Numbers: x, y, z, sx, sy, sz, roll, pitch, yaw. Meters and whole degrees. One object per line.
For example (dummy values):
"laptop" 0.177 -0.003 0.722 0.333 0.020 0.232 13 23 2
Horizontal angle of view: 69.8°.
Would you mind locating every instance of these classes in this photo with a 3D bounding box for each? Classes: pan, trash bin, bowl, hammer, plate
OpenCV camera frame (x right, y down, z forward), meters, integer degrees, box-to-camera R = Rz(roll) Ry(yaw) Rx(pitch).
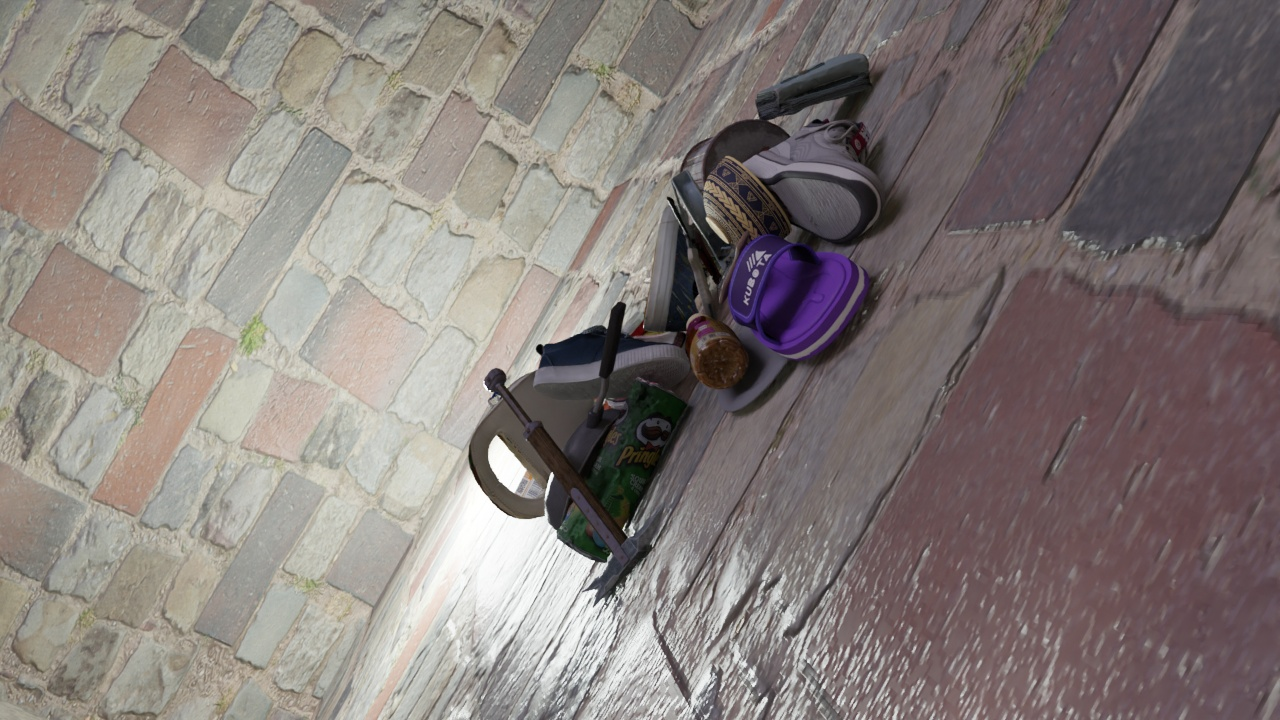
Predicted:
"pan" -0.058 0.073 1.130 0.178 0.041 0.358 -49 -21 -47
"trash bin" 0.130 -0.250 1.241 0.131 0.131 0.211 -59 11 4
"bowl" 0.109 -0.166 1.029 0.061 0.112 0.112 -41 14 1
"hammer" -0.095 0.116 1.071 0.317 0.028 0.147 48 113 30
"plate" 0.138 -0.022 0.972 0.179 0.012 0.178 -55 14 20

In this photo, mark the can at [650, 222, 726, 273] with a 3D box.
"can" 0.071 -0.150 1.382 0.121 0.067 0.067 -45 20 47

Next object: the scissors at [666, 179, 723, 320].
"scissors" 0.075 -0.129 1.179 0.193 0.015 0.179 17 -117 -66

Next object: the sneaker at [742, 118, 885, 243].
"sneaker" 0.204 -0.204 0.967 0.129 0.097 0.263 -42 22 1

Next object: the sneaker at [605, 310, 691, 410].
"sneaker" -0.008 0.008 1.294 0.242 0.088 0.118 -36 27 59

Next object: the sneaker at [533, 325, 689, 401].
"sneaker" -0.040 -0.004 1.204 0.236 0.089 0.087 -7 62 28

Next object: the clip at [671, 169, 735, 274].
"clip" 0.095 -0.154 1.139 0.029 0.171 0.141 -29 2 11

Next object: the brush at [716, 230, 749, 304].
"brush" 0.096 -0.102 0.953 0.049 0.015 0.136 -58 -9 -14

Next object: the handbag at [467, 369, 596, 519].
"handbag" -0.146 0.125 1.307 0.199 0.200 0.093 -41 10 -16

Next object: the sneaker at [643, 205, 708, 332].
"sneaker" 0.055 -0.128 1.248 0.088 0.079 0.234 100 179 -47

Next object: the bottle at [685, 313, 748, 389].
"bottle" 0.077 -0.019 1.027 0.060 0.059 0.166 -58 13 12

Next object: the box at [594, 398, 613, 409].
"box" -0.084 0.113 1.398 0.186 0.083 0.043 -62 19 -15

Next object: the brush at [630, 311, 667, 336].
"brush" -0.006 -0.023 1.408 0.082 0.042 0.174 -33 -10 -43

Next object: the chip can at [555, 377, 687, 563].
"chip can" -0.024 0.134 1.116 0.223 0.075 0.075 -62 13 -9

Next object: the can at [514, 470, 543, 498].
"can" -0.133 0.169 1.443 0.142 0.079 0.079 -62 13 -9

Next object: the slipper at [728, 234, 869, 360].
"slipper" 0.126 -0.078 0.915 0.107 0.084 0.266 -59 13 6

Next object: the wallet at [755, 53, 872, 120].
"wallet" 0.214 -0.339 1.148 0.131 0.054 0.100 -24 10 -6
